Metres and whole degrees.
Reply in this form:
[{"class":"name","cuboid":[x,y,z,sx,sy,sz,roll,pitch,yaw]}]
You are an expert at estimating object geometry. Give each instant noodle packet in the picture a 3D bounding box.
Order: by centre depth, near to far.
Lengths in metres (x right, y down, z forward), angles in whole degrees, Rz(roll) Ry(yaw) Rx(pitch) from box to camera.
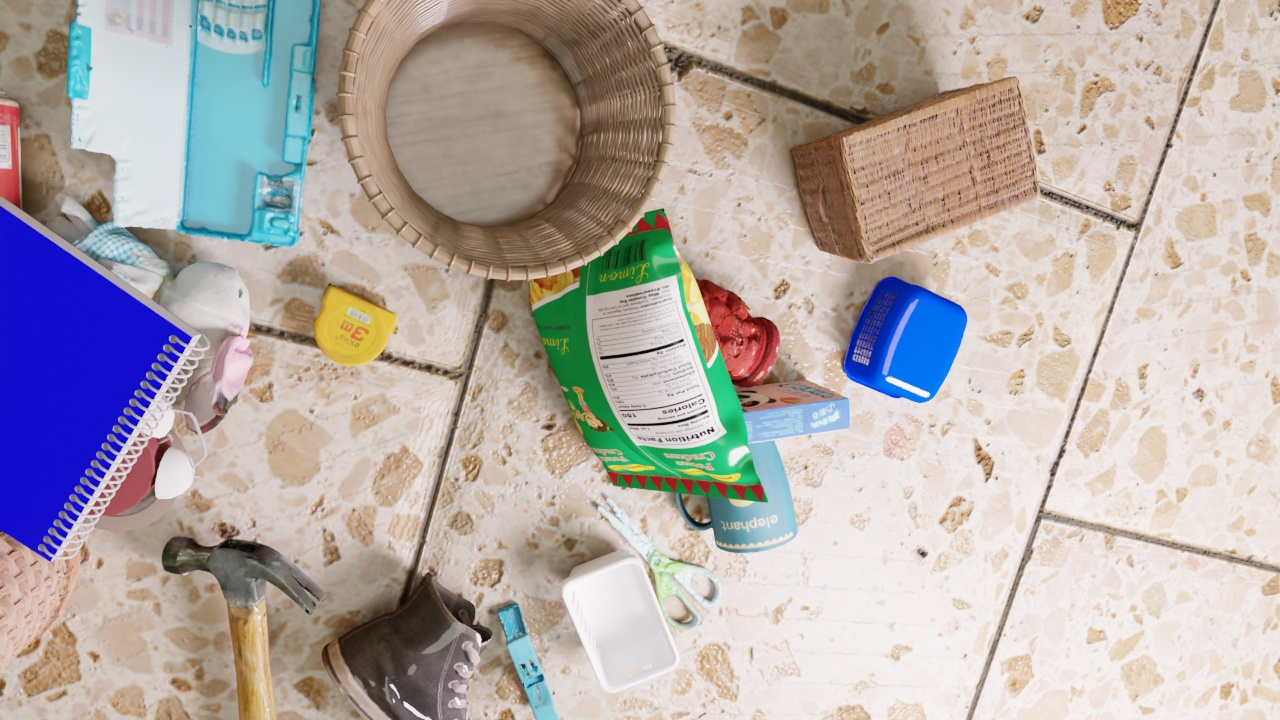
[{"class":"instant noodle packet","cuboid":[-0.005,0.005,0.781,0.090,0.196,0.253,-34,110,-38]}]

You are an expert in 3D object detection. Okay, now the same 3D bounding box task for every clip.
[{"class":"clip","cuboid":[-0.099,0.300,0.856,0.028,0.113,0.127,-18,118,-9]}]

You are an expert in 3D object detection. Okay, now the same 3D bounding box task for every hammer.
[{"class":"hammer","cuboid":[-0.334,0.312,0.805,0.132,0.033,0.331,3,106,8]}]

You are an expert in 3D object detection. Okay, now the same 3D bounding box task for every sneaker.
[{"class":"sneaker","cuboid":[-0.166,0.309,0.840,0.120,0.095,0.235,-38,101,-7]}]

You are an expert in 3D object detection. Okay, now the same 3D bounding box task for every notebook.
[{"class":"notebook","cuboid":[-0.432,0.021,0.653,0.171,0.022,0.209,36,101,-6]}]

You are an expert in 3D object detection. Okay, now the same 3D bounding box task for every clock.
[{"class":"clock","cuboid":[-0.399,0.071,0.704,0.124,0.044,0.087,-13,105,-4]}]

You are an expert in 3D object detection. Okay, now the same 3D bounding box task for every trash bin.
[{"class":"trash bin","cuboid":[-0.508,0.181,0.648,0.151,0.210,0.151,-3,101,-17]}]

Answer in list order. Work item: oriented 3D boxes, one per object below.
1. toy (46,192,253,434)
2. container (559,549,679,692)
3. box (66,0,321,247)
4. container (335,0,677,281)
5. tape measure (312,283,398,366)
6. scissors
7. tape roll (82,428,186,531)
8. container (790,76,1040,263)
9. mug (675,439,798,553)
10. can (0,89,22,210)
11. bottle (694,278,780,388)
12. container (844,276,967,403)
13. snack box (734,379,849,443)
[{"class":"toy","cuboid":[-0.374,-0.051,0.720,0.205,0.131,0.105,49,54,-11]},{"class":"container","cuboid":[-0.021,0.244,0.883,0.081,0.049,0.129,-21,106,-2]},{"class":"box","cuboid":[-0.337,-0.208,0.697,0.180,0.074,0.227,1,101,-40]},{"class":"container","cuboid":[-0.109,-0.183,0.702,0.226,0.196,0.227,-3,101,-16]},{"class":"tape measure","cuboid":[-0.245,-0.025,0.781,0.068,0.030,0.059,25,93,-17]},{"class":"scissors","cuboid":[0.012,0.200,0.909,0.072,0.033,0.175,-43,104,-2]},{"class":"tape roll","cuboid":[-0.423,0.090,0.750,0.093,0.030,0.094,-3,101,-16]},{"class":"container","cuboid":[0.251,-0.177,0.854,0.198,0.113,0.114,-21,105,-12]},{"class":"mug","cuboid":[0.089,0.124,0.889,0.112,0.084,0.104,-9,98,14]},{"class":"can","cuboid":[-0.492,-0.113,0.672,0.067,0.067,0.170,1,100,-17]},{"class":"bottle","cuboid":[0.061,-0.018,0.845,0.111,0.099,0.099,23,93,-29]},{"class":"container","cuboid":[0.269,-0.018,0.918,0.096,0.058,0.114,21,94,-19]},{"class":"snack box","cuboid":[0.110,0.050,0.870,0.154,0.088,0.033,-7,103,-16]}]
